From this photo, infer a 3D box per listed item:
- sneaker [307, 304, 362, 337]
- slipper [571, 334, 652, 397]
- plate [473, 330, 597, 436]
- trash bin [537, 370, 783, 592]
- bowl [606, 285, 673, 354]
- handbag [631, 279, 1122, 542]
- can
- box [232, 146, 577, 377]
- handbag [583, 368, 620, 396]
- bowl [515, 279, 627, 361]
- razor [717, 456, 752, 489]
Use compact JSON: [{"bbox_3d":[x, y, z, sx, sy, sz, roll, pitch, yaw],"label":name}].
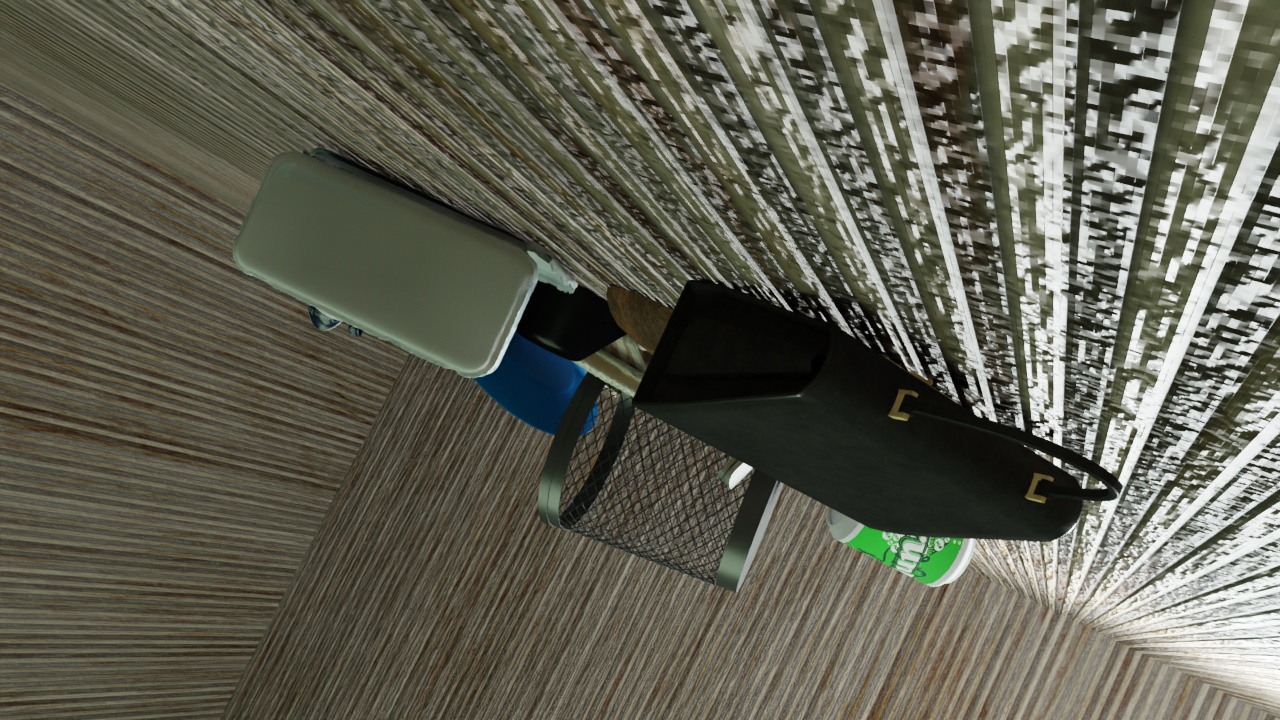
[{"bbox_3d":[-0.309,-0.092,0.960,0.103,0.132,0.269,28,174,2],"label":"sneaker"},{"bbox_3d":[-0.005,0.005,0.864,0.263,0.052,0.115,30,174,11],"label":"slipper"},{"bbox_3d":[-0.130,-0.005,1.086,0.224,0.024,0.224,37,-156,-20],"label":"plate"},{"bbox_3d":[0.037,0.126,1.032,0.227,0.217,0.218,21,175,13],"label":"trash bin"},{"bbox_3d":[0.018,-0.016,0.646,0.102,0.026,0.114,26,175,11],"label":"bowl"},{"bbox_3d":[0.122,0.034,0.421,0.175,0.072,0.196,29,171,-25],"label":"handbag"},{"bbox_3d":[0.277,0.177,0.981,0.140,0.087,0.088,27,176,-4],"label":"can"},{"bbox_3d":[-0.161,-0.063,0.644,0.210,0.105,0.129,25,179,16],"label":"box"},{"bbox_3d":[-0.040,0.023,1.296,0.124,0.047,0.186,26,175,11],"label":"handbag"},{"bbox_3d":[-0.068,-0.033,0.763,0.124,0.052,0.124,26,176,2],"label":"bowl"},{"bbox_3d":[0.068,0.038,0.788,0.116,0.088,0.047,45,180,12],"label":"razor"}]
